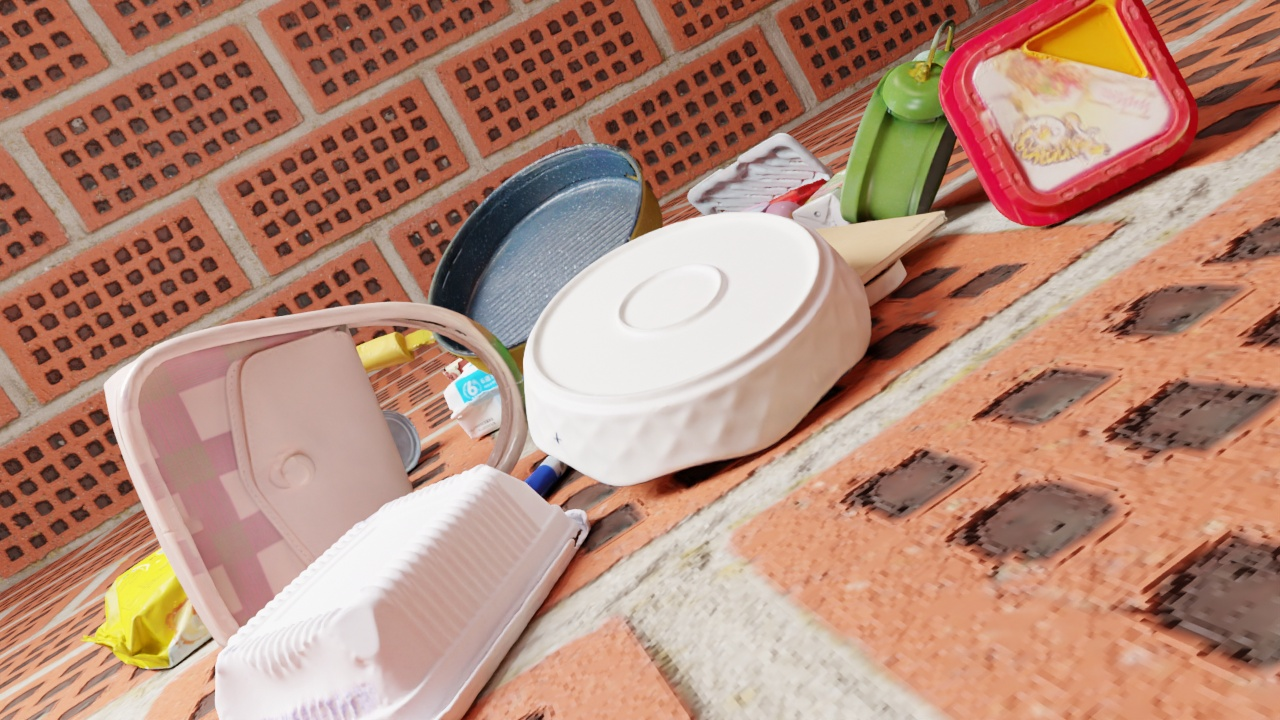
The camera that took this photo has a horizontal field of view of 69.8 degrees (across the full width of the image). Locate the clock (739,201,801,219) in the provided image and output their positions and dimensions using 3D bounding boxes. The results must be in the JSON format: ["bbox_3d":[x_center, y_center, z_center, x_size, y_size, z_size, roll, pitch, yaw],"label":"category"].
[{"bbox_3d":[0.094,-0.097,0.830,0.117,0.060,0.159,-33,13,-15],"label":"clock"}]

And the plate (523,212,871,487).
[{"bbox_3d":[0.022,-0.019,0.514,0.205,0.045,0.204,-17,34,12],"label":"plate"}]

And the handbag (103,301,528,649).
[{"bbox_3d":[-0.182,0.053,0.575,0.233,0.193,0.093,-23,10,-22],"label":"handbag"}]

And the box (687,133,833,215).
[{"bbox_3d":[0.120,-0.182,1.017,0.095,0.098,0.202,-30,5,-30],"label":"box"}]

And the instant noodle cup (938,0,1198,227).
[{"bbox_3d":[0.247,-0.148,0.558,0.116,0.116,0.124,-28,0,12],"label":"instant noodle cup"}]

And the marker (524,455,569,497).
[{"bbox_3d":[-0.043,0.055,0.613,0.017,0.017,0.145,-23,12,30],"label":"marker"}]

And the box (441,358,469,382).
[{"bbox_3d":[-0.134,-0.015,1.007,0.168,0.077,0.091,-33,10,-14],"label":"box"}]

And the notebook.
[{"bbox_3d":[0.084,-0.065,0.644,0.212,0.012,0.149,-1,23,43],"label":"notebook"}]

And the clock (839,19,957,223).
[{"bbox_3d":[0.198,-0.167,0.673,0.056,0.161,0.115,21,34,19],"label":"clock"}]

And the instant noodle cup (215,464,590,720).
[{"bbox_3d":[-0.114,0.112,0.427,0.138,0.060,0.173,-24,14,27],"label":"instant noodle cup"}]

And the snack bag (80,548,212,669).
[{"bbox_3d":[-0.337,0.159,0.773,0.158,0.068,0.245,-17,17,50],"label":"snack bag"}]

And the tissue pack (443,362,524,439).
[{"bbox_3d":[-0.127,0.017,0.881,0.090,0.063,0.140,-28,11,10],"label":"tissue pack"}]

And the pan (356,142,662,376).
[{"bbox_3d":[-0.144,-0.037,0.686,0.357,0.078,0.197,-39,40,7],"label":"pan"}]

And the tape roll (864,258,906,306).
[{"bbox_3d":[0.134,-0.045,0.610,0.086,0.014,0.085,-29,11,6],"label":"tape roll"}]

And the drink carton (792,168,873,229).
[{"bbox_3d":[0.173,-0.128,0.782,0.046,0.053,0.122,-23,12,35],"label":"drink carton"}]

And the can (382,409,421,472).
[{"bbox_3d":[-0.270,0.092,0.902,0.094,0.066,0.066,-22,13,35],"label":"can"}]
